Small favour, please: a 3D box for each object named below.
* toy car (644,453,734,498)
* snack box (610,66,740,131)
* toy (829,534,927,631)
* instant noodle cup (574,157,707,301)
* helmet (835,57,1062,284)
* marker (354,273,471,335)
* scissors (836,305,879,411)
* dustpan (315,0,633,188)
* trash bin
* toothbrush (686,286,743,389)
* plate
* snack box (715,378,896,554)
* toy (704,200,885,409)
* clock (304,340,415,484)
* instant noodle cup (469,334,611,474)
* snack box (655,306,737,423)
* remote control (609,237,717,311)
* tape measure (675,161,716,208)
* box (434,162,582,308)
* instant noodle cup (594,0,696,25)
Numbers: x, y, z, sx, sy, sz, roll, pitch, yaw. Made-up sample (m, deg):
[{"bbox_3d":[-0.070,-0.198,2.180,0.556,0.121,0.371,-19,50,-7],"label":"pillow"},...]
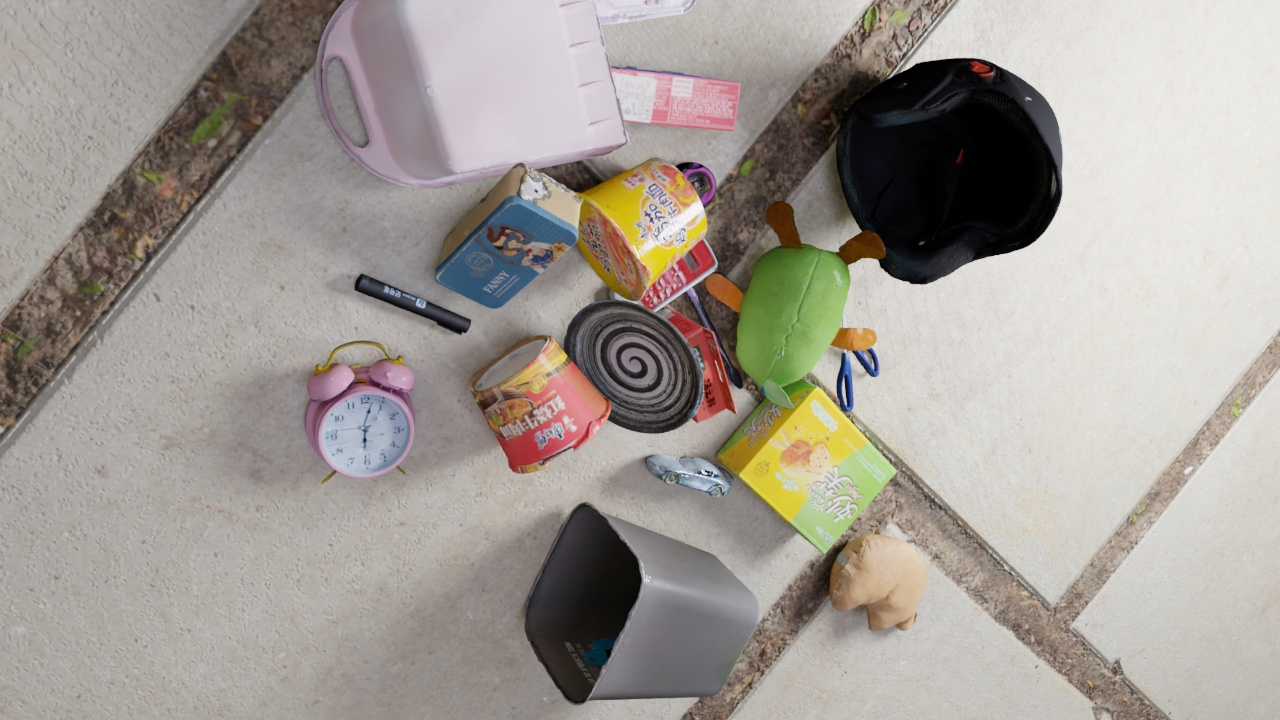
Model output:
[{"bbox_3d":[0.064,0.144,1.186,0.120,0.054,0.037,16,103,-26],"label":"toy car"},{"bbox_3d":[0.006,-0.292,1.012,0.207,0.057,0.058,-1,110,-23],"label":"snack box"},{"bbox_3d":[0.376,0.339,1.376,0.226,0.082,0.143,35,96,-32],"label":"toy"},{"bbox_3d":[0.000,-0.151,1.020,0.109,0.138,0.138,-36,118,-18],"label":"instant noodle cup"},{"bbox_3d":[0.366,-0.236,1.070,0.229,0.275,0.234,-45,133,-34],"label":"helmet"},{"bbox_3d":[-0.248,-0.060,1.004,0.132,0.020,0.022,24,126,-29],"label":"marker"},{"bbox_3d":[0.278,-0.014,1.220,0.162,0.012,0.175,18,72,-46],"label":"scissors"},{"bbox_3d":[-0.174,-0.294,0.927,0.272,0.139,0.223,-23,112,-31],"label":"dustpan"},{"bbox_3d":[0.005,0.315,1.149,0.219,0.199,0.199,22,99,-34],"label":"trash bin"},{"bbox_3d":[0.087,-0.040,1.159,0.014,0.017,0.189,-35,114,-13],"label":"toothbrush"},{"bbox_3d":[-0.006,0.006,1.060,0.024,0.180,0.179,-47,128,-48],"label":"plate"},{"bbox_3d":[0.227,0.140,1.245,0.157,0.070,0.210,-48,118,-3],"label":"snack box"},{"bbox_3d":[0.189,-0.067,1.136,0.227,0.089,0.247,21,115,3],"label":"toy"},{"bbox_3d":[-0.302,0.054,0.996,0.117,0.060,0.159,-4,107,-23],"label":"clock"},{"bbox_3d":[-0.118,0.043,1.037,0.137,0.138,0.108,-36,108,-9],"label":"instant noodle cup"},{"bbox_3d":[0.055,0.007,1.094,0.044,0.127,0.113,-25,115,-14],"label":"snack box"},{"bbox_3d":[0.028,-0.098,1.104,0.136,0.020,0.056,-35,113,-7],"label":"remote control"},{"bbox_3d":[0.059,-0.203,1.074,0.057,0.039,0.057,-32,117,-10],"label":"tape measure"},{"bbox_3d":[-0.142,-0.123,0.957,0.089,0.059,0.185,25,139,-27],"label":"box"},{"bbox_3d":[-0.018,-0.442,0.949,0.137,0.060,0.173,-15,111,-18],"label":"instant noodle cup"}]
